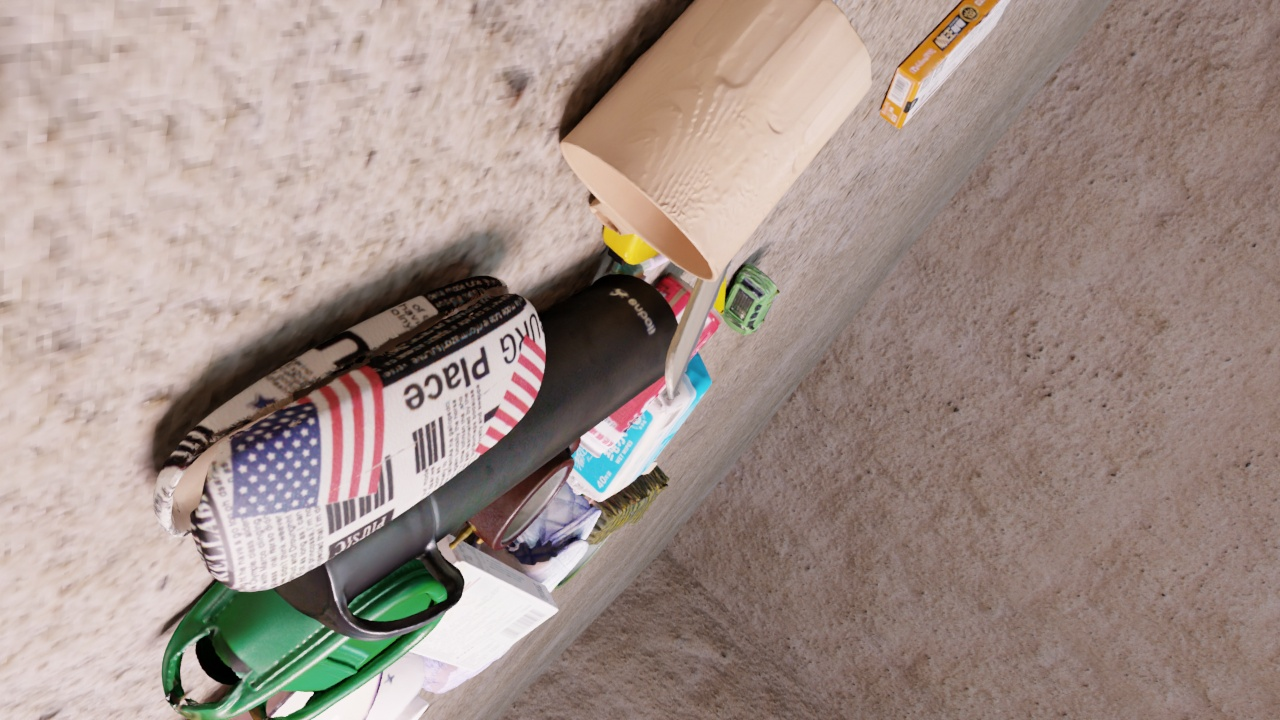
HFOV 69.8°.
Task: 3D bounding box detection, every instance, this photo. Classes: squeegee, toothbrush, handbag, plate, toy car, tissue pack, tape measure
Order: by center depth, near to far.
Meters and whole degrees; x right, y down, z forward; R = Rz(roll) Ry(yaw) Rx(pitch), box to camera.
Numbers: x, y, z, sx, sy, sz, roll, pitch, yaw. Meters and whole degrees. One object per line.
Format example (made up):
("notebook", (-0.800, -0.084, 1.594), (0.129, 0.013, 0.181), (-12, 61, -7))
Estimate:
("handbag", (-0.161, 0.133, 0.459), (0.120, 0.068, 0.131), (-44, 167, -17))
("squeegee", (0.071, -0.142, 0.490), (0.245, 0.039, 0.247), (-64, 178, -51))
("tape measure", (0.008, -0.077, 0.493), (0.057, 0.029, 0.060), (-31, 159, -53))
("plate", (-0.241, 0.254, 0.579), (0.192, 0.039, 0.193), (-54, 166, -21))
("toothbrush", (0.036, -0.080, 0.613), (0.020, 0.029, 0.189), (-5, -163, 33))
("tissue pack", (-0.006, 0.047, 0.756), (0.089, 0.063, 0.140), (-27, 155, -57))
("toothbrush", (0.071, -0.071, 0.774), (0.015, 0.016, 0.190), (-46, 168, -10))
("handbag", (-0.116, 0.191, 0.793), (0.133, 0.075, 0.194), (-26, 154, -56))
("toy car", (0.100, -0.054, 0.872), (0.036, 0.043, 0.091), (-47, 167, -23))

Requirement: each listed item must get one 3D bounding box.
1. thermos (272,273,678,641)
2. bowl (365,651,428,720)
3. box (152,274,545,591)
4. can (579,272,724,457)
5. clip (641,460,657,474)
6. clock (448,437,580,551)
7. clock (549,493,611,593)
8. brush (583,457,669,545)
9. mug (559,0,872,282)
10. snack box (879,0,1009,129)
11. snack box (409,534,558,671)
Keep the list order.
("thermos", (-0.067, 0.039, 0.449), (0.069, 0.090, 0.241), (-36, -179, 45))
("bowl", (-0.208, 0.269, 0.724), (0.118, 0.065, 0.118), (-48, 173, -8))
("box", (-0.090, 0.023, 0.341), (0.163, 0.077, 0.075), (-33, 155, -44))
("can", (-0.004, 0.004, 0.650), (0.132, 0.053, 0.053), (-49, 169, -1))
("clip", (-0.031, 0.094, 0.871), (0.097, 0.060, 0.034), (-10, 141, -55))
("clock", (-0.077, 0.064, 0.575), (0.122, 0.055, 0.082), (-50, 168, -1))
("clock", (-0.085, 0.197, 0.978), (0.160, 0.056, 0.116), (-36, 162, -47))
("brush", (-0.037, 0.135, 0.918), (0.145, 0.073, 0.063), (-21, 150, -57))
("mug", (0.028, -0.100, 0.396), (0.103, 0.084, 0.125), (-49, -167, -3))
("snack box", (0.278, -0.282, 0.823), (0.153, 0.026, 0.075), (-47, 168, -11))
("snack box", (-0.128, 0.178, 0.657), (0.085, 0.027, 0.157), (-36, 146, 1))
